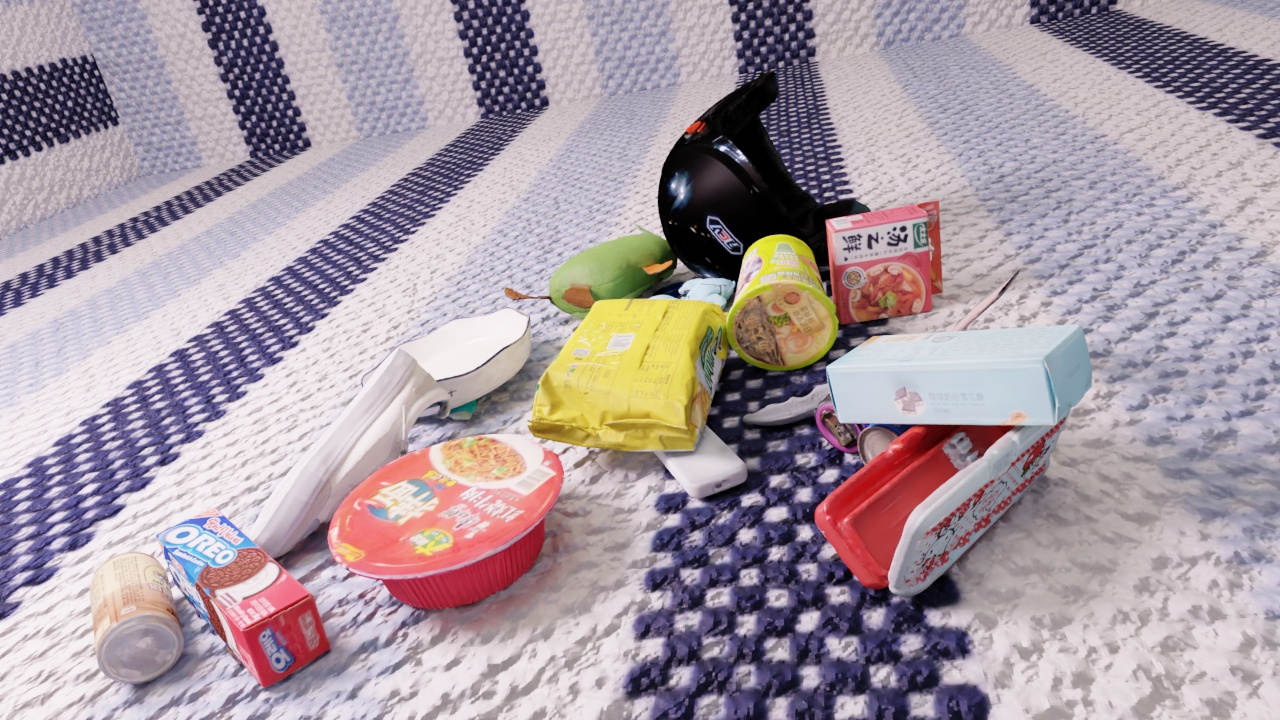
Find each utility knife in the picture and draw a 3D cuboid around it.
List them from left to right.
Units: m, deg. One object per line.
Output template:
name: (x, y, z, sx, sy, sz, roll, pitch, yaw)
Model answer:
utility knife: (-0.191, 0.028, 1.052, 0.029, 0.013, 0.186, -7, 23, 4)

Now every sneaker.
sneaker: (-0.268, 0.102, 0.872, 0.090, 0.090, 0.241, -27, 25, 52)

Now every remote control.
remote control: (0.045, 0.081, 0.828, 0.055, 0.020, 0.136, -19, 26, -14)

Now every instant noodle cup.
instant noodle cup: (-0.149, 0.135, 0.748, 0.194, 0.066, 0.193, -11, 25, 5)
instant noodle cup: (0.147, -0.070, 0.967, 0.112, 0.112, 0.123, -6, 38, 12)

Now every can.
can: (-0.401, 0.201, 0.727, 0.058, 0.058, 0.116, -24, 28, -25)
can: (0.244, 0.049, 0.768, 0.134, 0.053, 0.053, -29, 30, -32)

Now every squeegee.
squeegee: (0.213, 0.013, 0.844, 0.250, 0.040, 0.247, -26, -10, 5)

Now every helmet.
helmet: (0.132, -0.196, 1.130, 0.231, 0.233, 0.274, -35, 11, 25)

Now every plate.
plate: (-0.216, 0.003, 1.051, 0.205, 0.045, 0.204, -18, 22, 8)

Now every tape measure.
tape measure: (0.179, 0.051, 0.789, 0.039, 0.058, 0.057, -36, -10, -32)

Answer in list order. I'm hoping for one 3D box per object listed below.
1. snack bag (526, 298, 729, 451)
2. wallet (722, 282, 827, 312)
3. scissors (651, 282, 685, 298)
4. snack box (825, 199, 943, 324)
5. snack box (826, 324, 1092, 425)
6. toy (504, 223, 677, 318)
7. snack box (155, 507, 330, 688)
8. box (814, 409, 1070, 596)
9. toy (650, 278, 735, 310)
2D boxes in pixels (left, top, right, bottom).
snack bag: (-0.005, 0.005, 0.893, 0.158, 0.068, 0.245, 1, 27, 14)
wallet: (0.150, -0.059, 1.060, 0.130, 0.037, 0.106, -5, 25, 14)
scissors: (0.013, -0.062, 1.157, 0.162, 0.012, 0.162, -6, 27, 15)
snack box: (0.275, -0.107, 1.014, 0.127, 0.113, 0.044, -10, 24, 4)
snack box: (0.232, 0.012, 0.682, 0.175, 0.051, 0.074, -3, 18, 45)
toy: (-0.042, -0.109, 1.189, 0.246, 0.090, 0.227, -28, 19, -38)
snack box: (-0.323, 0.183, 0.734, 0.057, 0.058, 0.208, -27, 29, -35)
box: (0.230, 0.081, 0.652, 0.200, 0.095, 0.099, -28, -14, -33)
toy: (0.028, -0.049, 1.062, 0.157, 0.050, 0.161, -14, 26, 26)
